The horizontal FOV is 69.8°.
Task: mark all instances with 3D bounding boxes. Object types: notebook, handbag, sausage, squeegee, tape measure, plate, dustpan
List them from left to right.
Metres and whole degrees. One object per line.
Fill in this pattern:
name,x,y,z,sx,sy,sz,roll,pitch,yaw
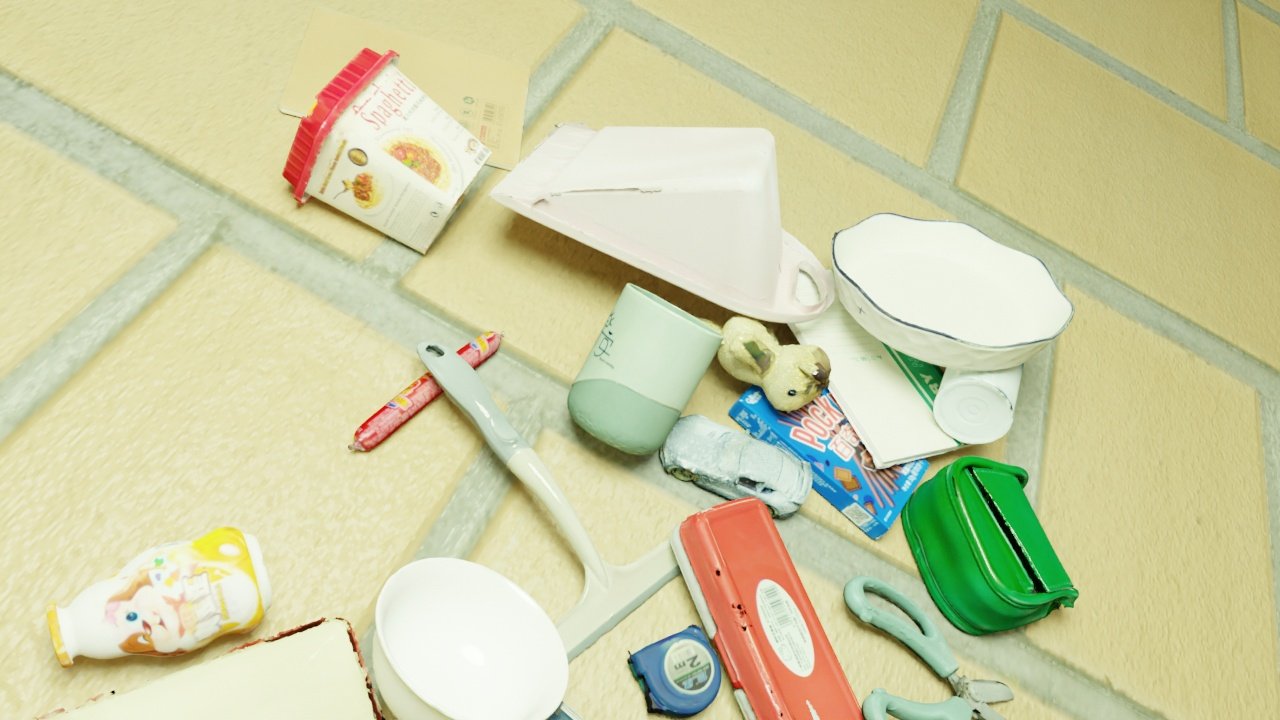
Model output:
notebook,-0.208,-0.252,0.844,0.207,0.008,0.147,12,53,-15
sausage,-0.154,0.019,0.673,0.020,0.020,0.155,41,52,8
squeegee,-0.080,0.076,0.636,0.245,0.039,0.246,-30,77,-35
dustpan,0.029,-0.114,0.794,0.274,0.139,0.221,3,29,15
tape measure,0.025,0.209,0.610,0.058,0.025,0.054,-16,66,-26
notebook,0.207,-0.003,0.818,0.150,0.012,0.209,-6,55,-36
plate,0.263,-0.060,0.797,0.205,0.046,0.204,6,37,-5
handbag,0.283,0.148,0.737,0.120,0.068,0.131,5,54,-29

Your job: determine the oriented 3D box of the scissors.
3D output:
scissors,0.205,0.237,0.647,0.174,0.019,0.177,41,32,3

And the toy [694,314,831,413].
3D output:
toy,0.076,-0.006,0.738,0.157,0.105,0.066,19,93,17

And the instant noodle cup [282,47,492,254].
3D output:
instant noodle cup,-0.196,-0.160,0.727,0.124,0.117,0.116,33,50,-13

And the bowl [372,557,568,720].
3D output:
bowl,-0.107,0.178,0.524,0.118,0.065,0.118,29,22,-13

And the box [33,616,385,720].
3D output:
box,-0.225,0.201,0.478,0.168,0.080,0.091,-15,65,-30

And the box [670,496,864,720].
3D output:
box,0.092,0.194,0.635,0.086,0.049,0.201,-9,66,-38

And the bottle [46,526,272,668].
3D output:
bottle,-0.268,0.136,0.516,0.108,0.063,0.063,-15,64,-29

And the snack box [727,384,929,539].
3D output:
snack box,0.157,0.066,0.762,0.157,0.026,0.084,41,52,8

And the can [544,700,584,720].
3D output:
can,-0.030,0.257,0.522,0.111,0.075,0.075,38,52,7

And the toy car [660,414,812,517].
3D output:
toy car,0.075,0.080,0.714,0.120,0.037,0.054,22,52,-3

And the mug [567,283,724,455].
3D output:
mug,-0.004,0.004,0.689,0.082,0.106,0.112,24,9,-26

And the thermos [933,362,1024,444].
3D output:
thermos,0.320,-0.009,0.838,0.070,0.070,0.219,36,40,4
